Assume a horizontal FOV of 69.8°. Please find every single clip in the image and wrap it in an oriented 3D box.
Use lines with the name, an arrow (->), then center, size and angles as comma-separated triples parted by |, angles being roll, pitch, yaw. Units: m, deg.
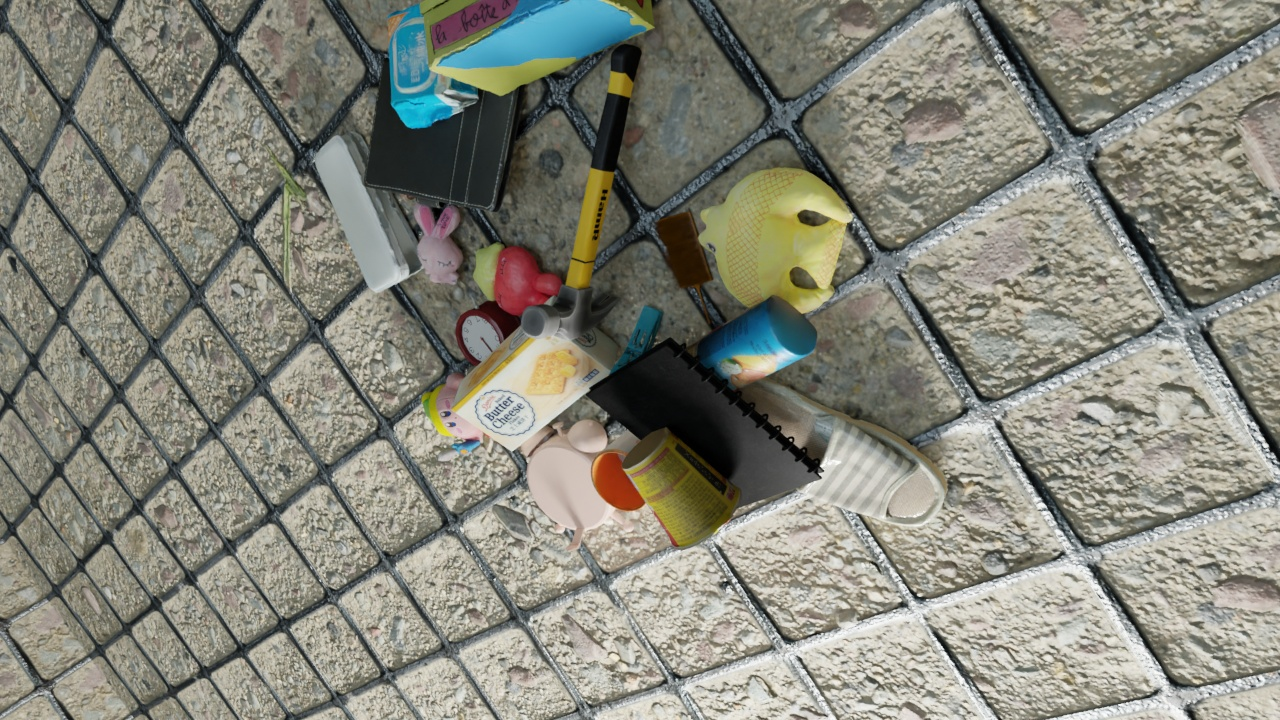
clip -> -0.005, 0.007, 1.104 | 0.033, 0.120, 0.119 | 22, 154, 22

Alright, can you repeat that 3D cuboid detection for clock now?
clock -> -0.192, -0.025, 1.205 | 0.124, 0.044, 0.087 | 52, 127, 2
clock -> -0.091, 0.160, 1.211 | 0.131, 0.086, 0.160 | -8, 101, 33

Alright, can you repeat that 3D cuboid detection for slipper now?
slipper -> 0.204, 0.100, 1.022 | 0.273, 0.053, 0.115 | 28, 129, 19

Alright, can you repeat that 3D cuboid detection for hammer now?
hammer -> -0.046, -0.179, 1.007 | 0.034, 0.169, 0.325 | 20, 106, 22

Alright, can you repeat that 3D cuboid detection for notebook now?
notebook -> -0.240, -0.270, 1.103 | 0.209, 0.029, 0.169 | 16, 99, 28
notebook -> 0.071, 0.078, 1.020 | 0.231, 0.019, 0.170 | 40, 141, -15

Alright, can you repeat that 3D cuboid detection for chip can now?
chip can -> 0.088, 0.002, 1.007 | 0.230, 0.079, 0.080 | -31, 94, 47

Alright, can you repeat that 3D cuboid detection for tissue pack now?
tissue pack -> -0.240, -0.344, 1.053 | 0.093, 0.061, 0.144 | -5, 88, 28

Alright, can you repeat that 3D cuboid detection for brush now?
brush -> 0.055, -0.103, 1.037 | 0.048, 0.017, 0.126 | -10, 106, 34

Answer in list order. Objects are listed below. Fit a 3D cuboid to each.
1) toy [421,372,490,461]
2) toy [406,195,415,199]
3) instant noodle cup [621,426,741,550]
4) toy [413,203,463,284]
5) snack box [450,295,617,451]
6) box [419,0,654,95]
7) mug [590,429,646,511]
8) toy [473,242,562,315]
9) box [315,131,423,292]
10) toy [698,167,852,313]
toy -> -0.255, 0.072, 1.279 | 0.131, 0.096, 0.124 | -13, 112, 16
toy -> -0.266, -0.226, 1.159 | 0.102, 0.041, 0.055 | 5, 127, 35
instant noodle cup -> 0.039, 0.138, 1.027 | 0.101, 0.100, 0.112 | -33, 104, 37
toy -> -0.262, -0.150, 1.189 | 0.064, 0.047, 0.110 | 7, 112, 19
snack box -> -0.136, 0.021, 1.152 | 0.104, 0.057, 0.208 | 38, 125, -21
box -> -0.106, -0.356, 0.944 | 0.222, 0.124, 0.079 | -13, 82, 35
mug -> 0.000, 0.123, 1.119 | 0.082, 0.105, 0.082 | 13, 118, 26
toy -> -0.154, -0.097, 1.147 | 0.135, 0.045, 0.092 | 27, 126, 21
box -> -0.371, -0.198, 1.231 | 0.118, 0.062, 0.214 | -16, 103, 38
toy -> 0.134, -0.121, 0.955 | 0.155, 0.064, 0.171 | 14, 127, 13
